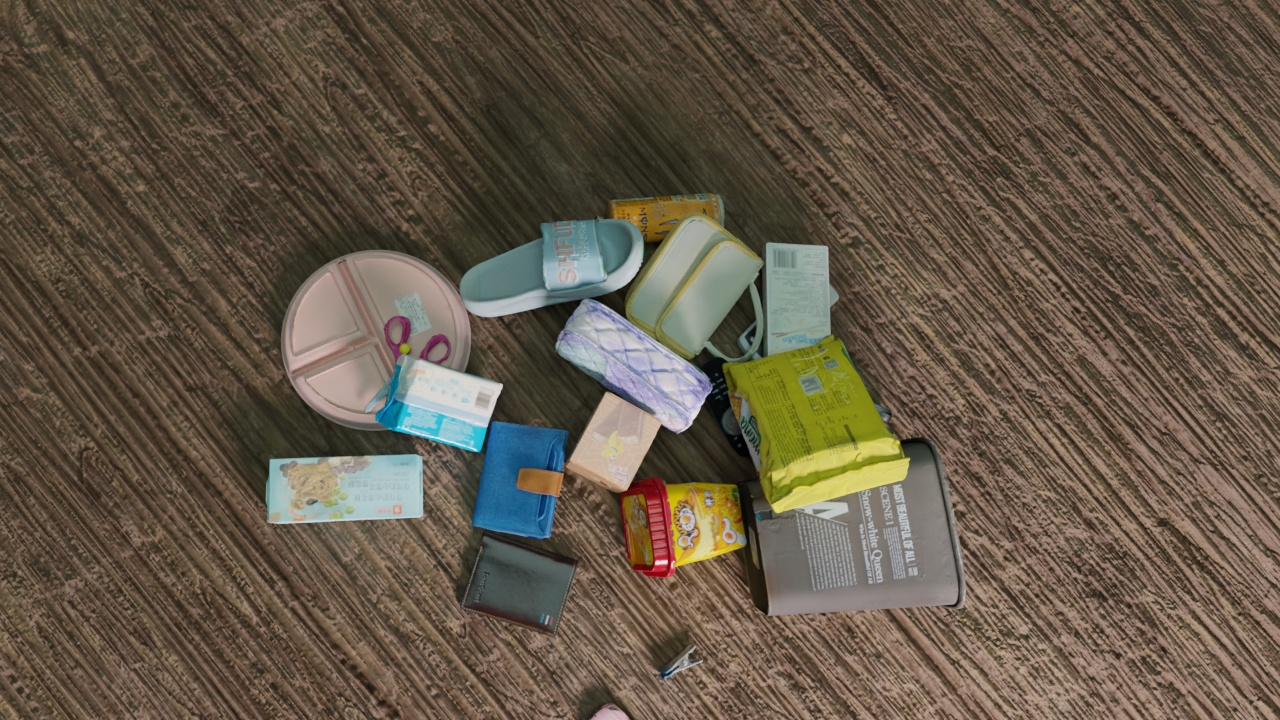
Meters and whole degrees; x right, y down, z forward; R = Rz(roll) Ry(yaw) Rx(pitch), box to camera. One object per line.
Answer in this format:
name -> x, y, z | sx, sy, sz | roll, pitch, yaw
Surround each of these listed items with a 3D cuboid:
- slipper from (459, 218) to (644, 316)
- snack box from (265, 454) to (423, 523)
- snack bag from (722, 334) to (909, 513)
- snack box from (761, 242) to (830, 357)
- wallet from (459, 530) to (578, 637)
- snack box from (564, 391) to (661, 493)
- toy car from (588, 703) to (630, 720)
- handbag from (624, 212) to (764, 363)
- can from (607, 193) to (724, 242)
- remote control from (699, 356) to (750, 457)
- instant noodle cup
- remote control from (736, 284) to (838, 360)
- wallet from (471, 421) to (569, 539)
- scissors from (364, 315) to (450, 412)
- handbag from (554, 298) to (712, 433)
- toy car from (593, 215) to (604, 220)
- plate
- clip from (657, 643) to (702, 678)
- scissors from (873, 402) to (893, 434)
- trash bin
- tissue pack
slipper -> -0.113, -0.121, 1.109 | 0.246, 0.074, 0.103 | -15, 51, 14
snack box -> -0.345, 0.151, 1.082 | 0.175, 0.052, 0.074 | -1, 80, -8
snack bag -> 0.194, 0.061, 1.054 | 0.158, 0.246, 0.068 | -15, 127, 0
snack box -> 0.201, -0.073, 1.186 | 0.084, 0.027, 0.156 | 2, 79, -8
wallet -> -0.146, 0.270, 1.107 | 0.122, 0.020, 0.096 | 18, 79, -2
snack box -> -0.035, 0.101, 1.112 | 0.077, 0.093, 0.094 | 29, 77, -3
toy car -> -0.013, 0.462, 1.083 | 0.056, 0.037, 0.122 | -43, 87, -14
handbag -> 0.087, -0.077, 1.152 | 0.178, 0.063, 0.163 | 35, 101, -6
can -> 0.032, -0.184, 1.188 | 0.146, 0.058, 0.058 | -6, 81, -9
remote control -> 0.114, 0.059, 1.170 | 0.053, 0.024, 0.136 | -29, 99, -12
instant noodle cup -> 0.053, 0.195, 1.105 | 0.123, 0.116, 0.116 | -5, 81, -20
remote control -> 0.194, -0.055, 1.207 | 0.058, 0.021, 0.150 | 45, 77, 2
wallet -> -0.144, 0.143, 1.107 | 0.106, 0.040, 0.133 | 6, 79, 18
scissors -> -0.278, 0.015, 1.107 | 0.105, 0.017, 0.136 | 8, 84, -13
handbag -> -0.007, 0.007, 1.111 | 0.194, 0.134, 0.075 | 36, 73, -1
toy car -> -0.059, -0.141, 1.178 | 0.035, 0.042, 0.090 | 12, 80, -17
plate -> -0.325, -0.029, 1.129 | 0.229, 0.028, 0.229 | 1, 79, -8
clip -> 0.047, 0.367, 1.114 | 0.056, 0.024, 0.029 | -25, 88, -15
scissors -> 0.251, 0.056, 1.174 | 0.173, 0.159, 0.014 | 3, 118, -34
trash bin -> 0.237, 0.205, 1.088 | 0.219, 0.199, 0.199 | -8, 81, -3
tissue pack -> -0.236, 0.051, 1.088 | 0.140, 0.063, 0.090 | 19, 87, -33
